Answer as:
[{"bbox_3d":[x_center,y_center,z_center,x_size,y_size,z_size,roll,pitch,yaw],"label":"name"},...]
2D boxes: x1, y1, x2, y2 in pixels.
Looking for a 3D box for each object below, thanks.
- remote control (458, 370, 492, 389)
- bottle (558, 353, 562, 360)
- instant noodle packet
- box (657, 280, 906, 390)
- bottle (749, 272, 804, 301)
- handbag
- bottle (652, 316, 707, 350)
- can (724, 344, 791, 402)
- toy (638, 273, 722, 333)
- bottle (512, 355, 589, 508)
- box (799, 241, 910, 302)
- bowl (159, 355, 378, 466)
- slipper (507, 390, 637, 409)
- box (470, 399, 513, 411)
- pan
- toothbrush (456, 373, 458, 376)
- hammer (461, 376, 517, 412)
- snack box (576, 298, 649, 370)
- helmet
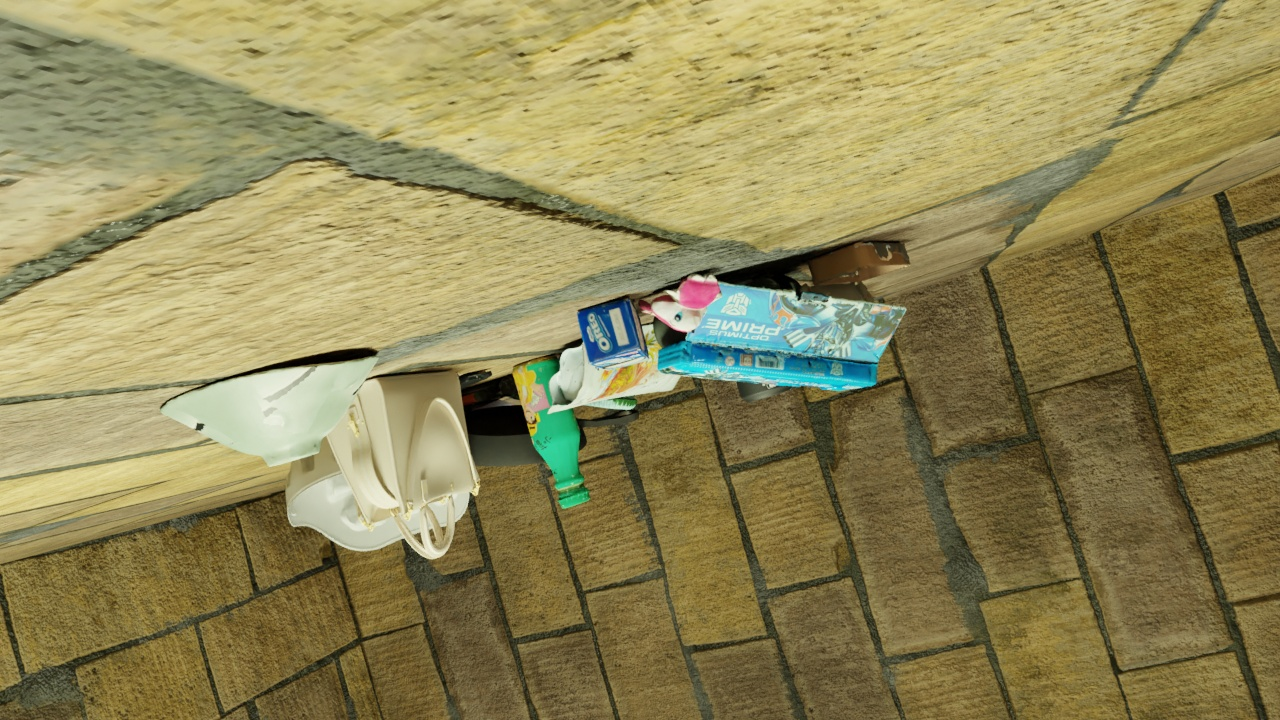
[{"bbox_3d":[-0.256,0.040,1.233,0.141,0.021,0.045,-21,176,42],"label":"remote control"},{"bbox_3d":[-0.049,-0.003,1.327,0.131,0.048,0.048,-16,177,-16],"label":"bottle"},{"bbox_3d":[-0.008,0.008,1.288,0.268,0.057,0.147,-10,137,-47],"label":"instant noodle packet"},{"bbox_3d":[0.159,-0.009,1.036,0.243,0.063,0.175,6,151,-16],"label":"box"},{"bbox_3d":[0.160,-0.076,1.092,0.056,0.056,0.160,-18,177,17],"label":"bottle"},{"bbox_3d":[-0.246,0.118,1.003,0.101,0.198,0.194,-18,177,15],"label":"handbag"},{"bbox_3d":[0.073,-0.048,1.088,0.109,0.060,0.060,-18,177,28],"label":"bottle"},{"bbox_3d":[0.167,-0.017,1.347,0.080,0.146,0.080,-17,177,-1],"label":"can"},{"bbox_3d":[0.043,-0.052,0.922,0.065,0.050,0.103,10,156,-22],"label":"toy"},{"bbox_3d":[-0.120,0.101,1.286,0.068,0.209,0.068,-17,177,-1],"label":"bottle"},{"bbox_3d":[0.279,-0.103,1.145,0.108,0.095,0.215,-47,163,25],"label":"box"},{"bbox_3d":[-0.290,0.049,0.748,0.174,0.068,0.174,-15,178,-1],"label":"bowl"},{"bbox_3d":[-0.121,0.040,1.506,0.277,0.069,0.115,3,180,38],"label":"slipper"},{"bbox_3d":[-0.320,0.131,1.530,0.099,0.099,0.232,14,-163,36],"label":"box"},{"bbox_3d":[-0.147,0.101,1.447,0.355,0.043,0.249,-10,-167,-38],"label":"pan"},{"bbox_3d":[-0.277,0.041,1.160,0.133,0.016,0.021,-19,174,30],"label":"toothbrush"},{"bbox_3d":[-0.358,0.083,1.381,0.332,0.033,0.133,-14,176,-34],"label":"hammer"},{"bbox_3d":[-0.026,-0.024,1.000,0.059,0.059,0.226,-13,177,1],"label":"snack box"},{"bbox_3d":[-0.354,0.156,1.224,0.224,0.183,0.282,-25,173,1],"label":"helmet"}]
